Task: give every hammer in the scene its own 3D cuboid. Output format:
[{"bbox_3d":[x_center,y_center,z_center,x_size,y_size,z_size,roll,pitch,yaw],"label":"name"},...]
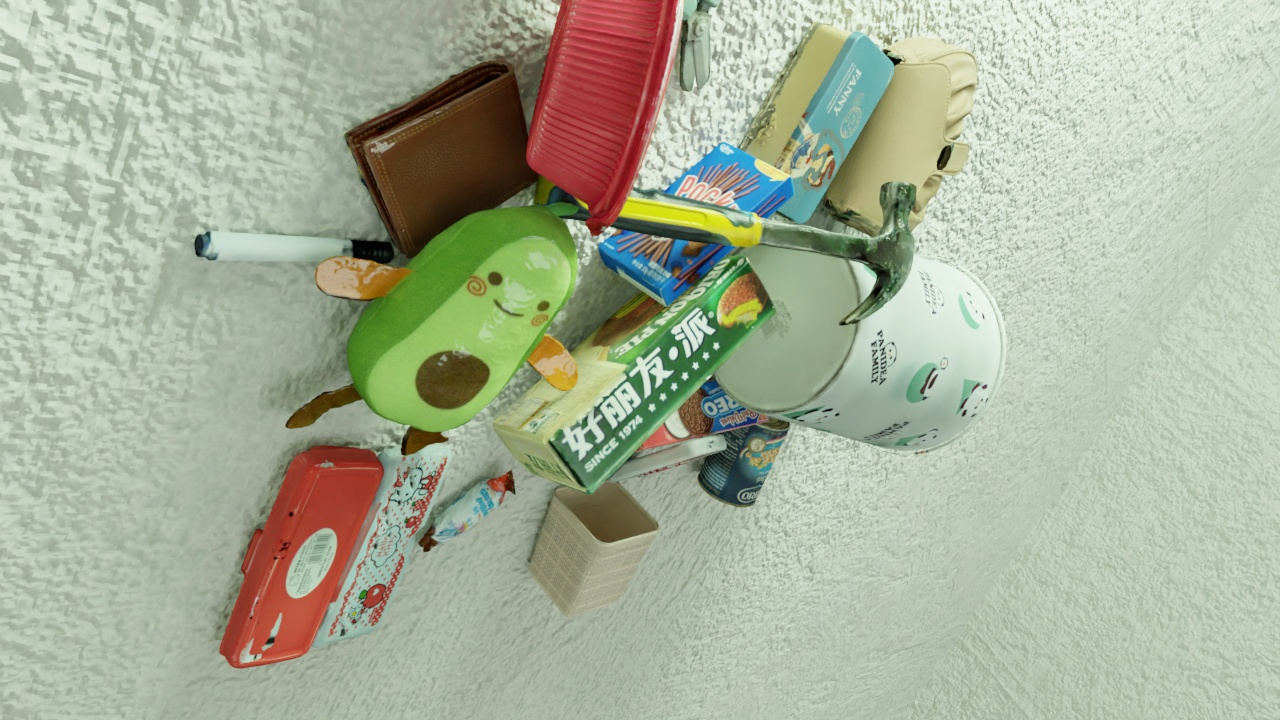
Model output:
[{"bbox_3d":[0.075,-0.105,0.739,0.323,0.032,0.126,7,86,-16],"label":"hammer"}]

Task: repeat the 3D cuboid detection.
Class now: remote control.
[{"bbox_3d":[0.025,0.102,0.942,0.136,0.020,0.055,-23,170,42],"label":"remote control"}]

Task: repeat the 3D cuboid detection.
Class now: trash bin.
[{"bbox_3d":[0.215,-0.024,0.950,0.251,0.229,0.230,11,112,-45],"label":"trash bin"}]

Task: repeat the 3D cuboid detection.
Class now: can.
[{"bbox_3d":[0.121,0.105,1.073,0.075,0.075,0.111,-4,122,-46],"label":"can"}]

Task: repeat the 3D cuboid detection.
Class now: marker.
[{"bbox_3d":[-0.221,-0.071,0.598,0.130,0.018,0.023,-5,133,-46],"label":"marker"}]

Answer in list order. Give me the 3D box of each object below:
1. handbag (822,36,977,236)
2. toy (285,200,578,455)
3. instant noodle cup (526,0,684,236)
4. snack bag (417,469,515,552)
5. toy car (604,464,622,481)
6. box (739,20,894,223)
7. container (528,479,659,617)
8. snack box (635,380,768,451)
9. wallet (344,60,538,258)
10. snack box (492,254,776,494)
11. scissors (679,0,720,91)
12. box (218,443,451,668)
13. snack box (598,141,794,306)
[{"bbox_3d":[0.267,-0.219,0.929,0.147,0.100,0.205,-13,126,-46],"label":"handbag"},{"bbox_3d":[-0.133,-0.018,0.657,0.247,0.090,0.226,-48,138,16],"label":"toy"},{"bbox_3d":[-0.030,-0.184,0.602,0.066,0.193,0.194,12,116,-13],"label":"instant noodle cup"},{"bbox_3d":[-0.158,0.138,0.837,0.105,0.026,0.045,-36,165,-21],"label":"snack bag"},{"bbox_3d":[-0.055,0.092,0.907,0.105,0.031,0.049,22,107,-52],"label":"toy car"},{"bbox_3d":[0.159,-0.222,0.845,0.089,0.059,0.184,11,114,-52],"label":"box"},{"bbox_3d":[-0.053,0.197,0.954,0.090,0.090,0.111,-5,126,-45],"label":"container"},{"bbox_3d":[0.047,0.055,0.942,0.207,0.058,0.057,-6,81,-47],"label":"snack box"},{"bbox_3d":[-0.129,-0.138,0.631,0.124,0.032,0.101,-35,144,-20],"label":"wallet"},{"bbox_3d":[-0.005,0.005,0.780,0.239,0.115,0.063,-43,113,-23],"label":"snack box"},{"bbox_3d":[0.033,-0.279,0.695,0.139,0.019,0.180,-22,136,-35],"label":"scissors"},{"bbox_3d":[-0.244,0.158,0.755,0.157,0.038,0.201,7,114,-50],"label":"box"},{"bbox_3d":[0.048,-0.121,0.789,0.157,0.084,0.026,-42,143,-13],"label":"snack box"}]
